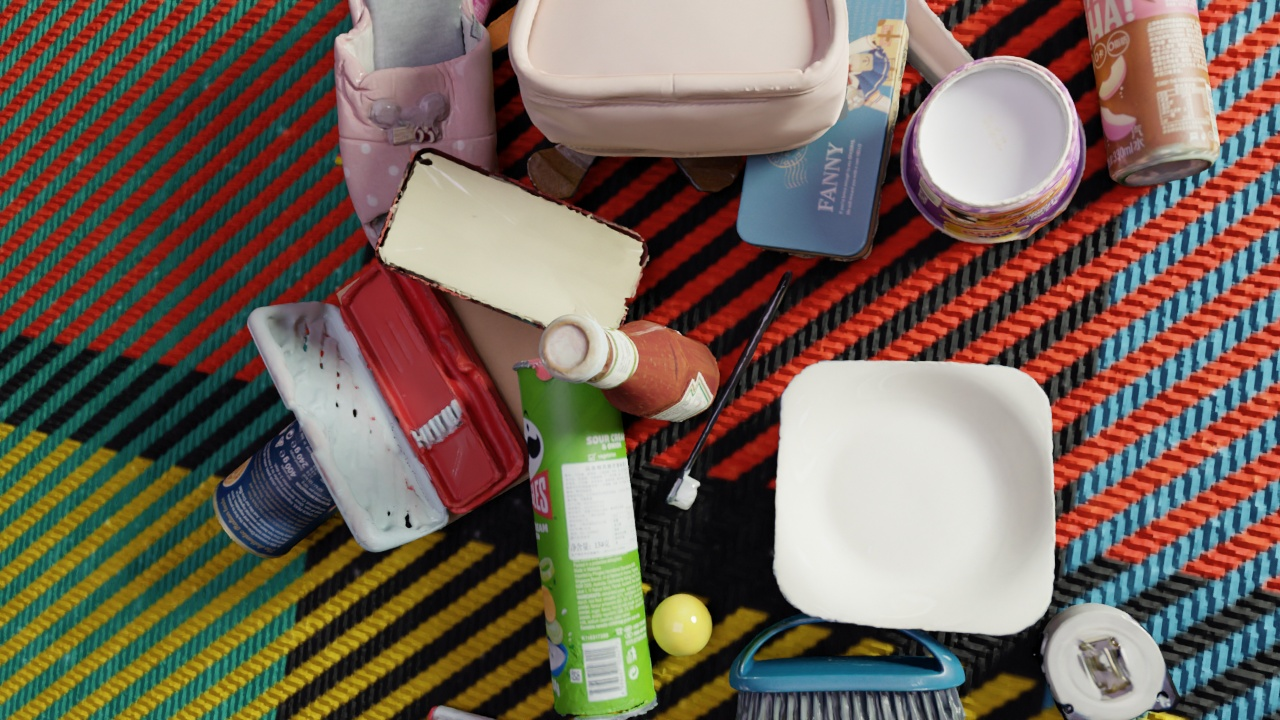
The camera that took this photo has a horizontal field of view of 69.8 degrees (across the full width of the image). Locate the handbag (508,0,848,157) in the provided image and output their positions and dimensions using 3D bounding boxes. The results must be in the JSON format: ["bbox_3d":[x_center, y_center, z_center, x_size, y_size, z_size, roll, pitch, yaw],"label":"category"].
[{"bbox_3d":[0.027,-0.242,0.556,0.193,0.093,0.234,0,78,8],"label":"handbag"}]

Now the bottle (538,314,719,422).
[{"bbox_3d":[-0.003,0.003,0.551,0.060,0.206,0.059,-2,84,19],"label":"bottle"}]

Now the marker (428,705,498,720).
[{"bbox_3d":[-0.085,0.268,0.653,0.145,0.017,0.017,6,86,19],"label":"marker"}]

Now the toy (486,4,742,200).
[{"bbox_3d":[-0.011,-0.236,0.639,0.227,0.090,0.246,-4,86,15],"label":"toy"}]

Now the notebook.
[{"bbox_3d":[-0.138,0.000,0.699,0.150,0.012,0.211,-31,76,15],"label":"notebook"}]

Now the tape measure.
[{"bbox_3d":[0.268,0.177,0.536,0.066,0.033,0.066,-24,78,13],"label":"tape measure"}]

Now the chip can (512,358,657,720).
[{"bbox_3d":[-0.037,0.114,0.614,0.072,0.072,0.236,-8,86,17],"label":"chip can"}]

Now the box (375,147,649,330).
[{"bbox_3d":[-0.085,-0.071,0.612,0.168,0.076,0.091,21,91,-16],"label":"box"}]

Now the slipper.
[{"bbox_3d":[-0.154,-0.192,0.639,0.114,0.054,0.274,-6,100,-22],"label":"slipper"}]

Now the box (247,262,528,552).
[{"bbox_3d":[-0.181,0.024,0.656,0.119,0.098,0.201,-36,75,15],"label":"box"}]

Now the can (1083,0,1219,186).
[{"bbox_3d":[0.301,-0.182,0.546,0.058,0.058,0.147,-7,82,18],"label":"can"}]

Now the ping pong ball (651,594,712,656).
[{"bbox_3d":[0.028,0.176,0.611,0.040,0.040,0.040,-2,84,18],"label":"ping pong ball"}]

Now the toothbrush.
[{"bbox_3d":[0.063,0.021,0.628,0.018,0.015,0.181,26,94,13],"label":"toothbrush"}]

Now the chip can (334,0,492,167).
[{"bbox_3d":[-0.163,-0.235,0.699,0.071,0.071,0.210,20,91,19],"label":"chip can"}]

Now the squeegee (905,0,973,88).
[{"bbox_3d":[0.241,-0.314,0.590,0.250,0.040,0.247,-41,74,10],"label":"squeegee"}]

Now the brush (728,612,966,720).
[{"bbox_3d":[0.125,0.191,0.570,0.144,0.055,0.073,-8,83,18],"label":"brush"}]

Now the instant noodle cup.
[{"bbox_3d":[0.208,-0.127,0.541,0.112,0.099,0.111,2,95,19],"label":"instant noodle cup"}]

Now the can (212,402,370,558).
[{"bbox_3d":[-0.255,0.088,0.696,0.111,0.075,0.075,-38,75,11],"label":"can"}]

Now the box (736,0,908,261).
[{"bbox_3d":[0.119,-0.146,0.598,0.090,0.060,0.184,8,89,19],"label":"box"}]

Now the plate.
[{"bbox_3d":[0.167,0.083,0.570,0.164,0.034,0.164,2,77,16],"label":"plate"}]
